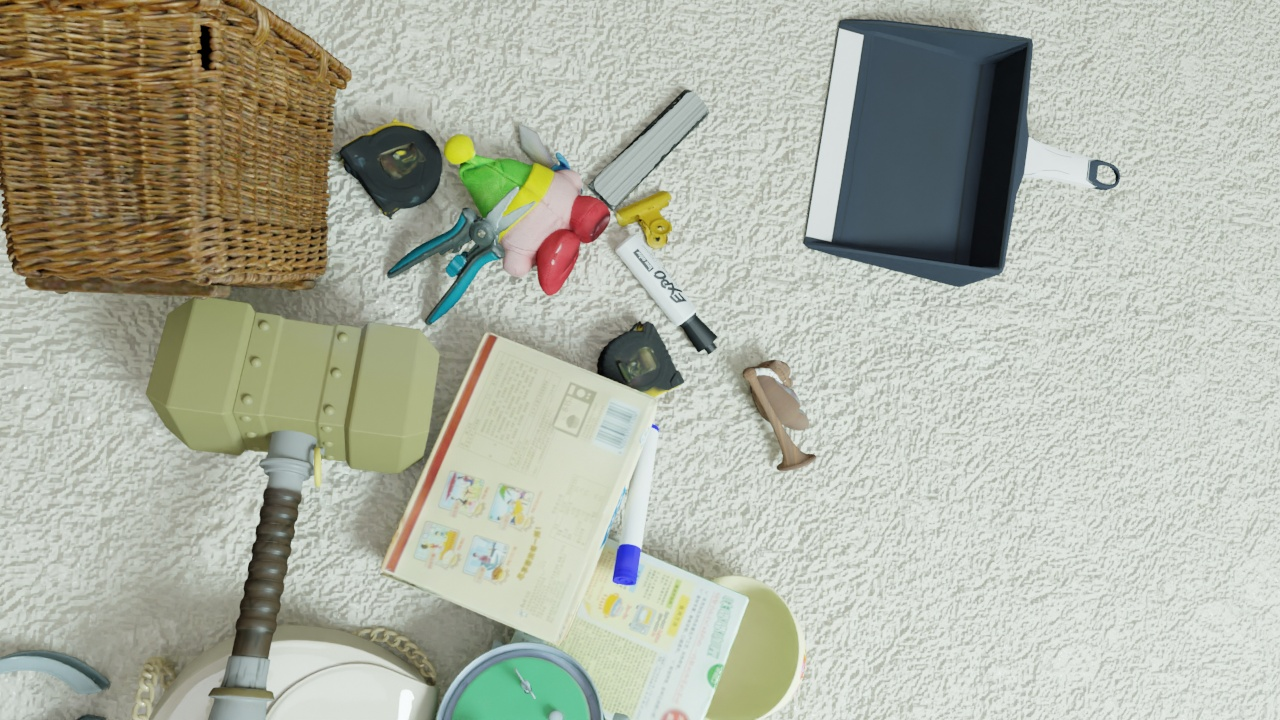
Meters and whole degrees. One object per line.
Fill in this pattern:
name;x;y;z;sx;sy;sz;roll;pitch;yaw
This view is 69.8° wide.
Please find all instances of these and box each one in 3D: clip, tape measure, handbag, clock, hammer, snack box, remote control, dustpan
clip;-0.474;0.231;0.663;0.163;0.028;0.108;2;83;-15
tape measure;-0.005;0.005;0.796;0.062;0.038;0.067;-26;92;-15
clip;0.011;-0.125;0.817;0.053;0.035;0.046;-26;84;-17
handbag;-0.263;0.308;0.682;0.208;0.103;0.210;7;83;-21
clock;-0.070;0.284;0.668;0.162;0.075;0.121;29;61;23
hammer;-0.259;0.133;0.642;0.190;0.101;0.324;9;66;-13
snack box;-0.093;0.101;0.738;0.153;0.055;0.207;21;80;4
tape measure;-0.202;-0.161;0.761;0.072;0.042;0.071;-39;92;-17
remote control;0.009;-0.192;0.831;0.033;0.013;0.136;44;78;-6
snack box;-0.013;0.223;0.748;0.168;0.027;0.131;20;79;13
dustpan;0.313;-0.196;0.873;0.273;0.080;0.236;12;82;-13

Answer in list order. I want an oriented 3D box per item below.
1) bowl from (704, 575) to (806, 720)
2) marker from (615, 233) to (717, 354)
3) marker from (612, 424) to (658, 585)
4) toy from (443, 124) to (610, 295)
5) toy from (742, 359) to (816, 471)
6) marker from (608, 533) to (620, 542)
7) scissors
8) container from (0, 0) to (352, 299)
bowl;0.092;0.248;0.775;0.074;0.118;0.118;37;73;-52
marker;0.025;-0.057;0.817;0.025;0.025;0.126;-40;95;-14
marker;-0.003;0.117;0.766;0.020;0.020;0.141;18;55;-12
toy;-0.094;-0.138;0.764;0.131;0.097;0.124;31;71;10
toy;0.124;0.043;0.823;0.102;0.042;0.054;61;36;-12
marker;-0.009;0.214;0.787;0.017;0.020;0.133;-11;86;-19
scissors;-0.147;-0.085;0.746;0.122;0.019;0.149;17;113;9
container;-0.312;-0.138;0.624;0.162;0.250;0.183;2;95;1
